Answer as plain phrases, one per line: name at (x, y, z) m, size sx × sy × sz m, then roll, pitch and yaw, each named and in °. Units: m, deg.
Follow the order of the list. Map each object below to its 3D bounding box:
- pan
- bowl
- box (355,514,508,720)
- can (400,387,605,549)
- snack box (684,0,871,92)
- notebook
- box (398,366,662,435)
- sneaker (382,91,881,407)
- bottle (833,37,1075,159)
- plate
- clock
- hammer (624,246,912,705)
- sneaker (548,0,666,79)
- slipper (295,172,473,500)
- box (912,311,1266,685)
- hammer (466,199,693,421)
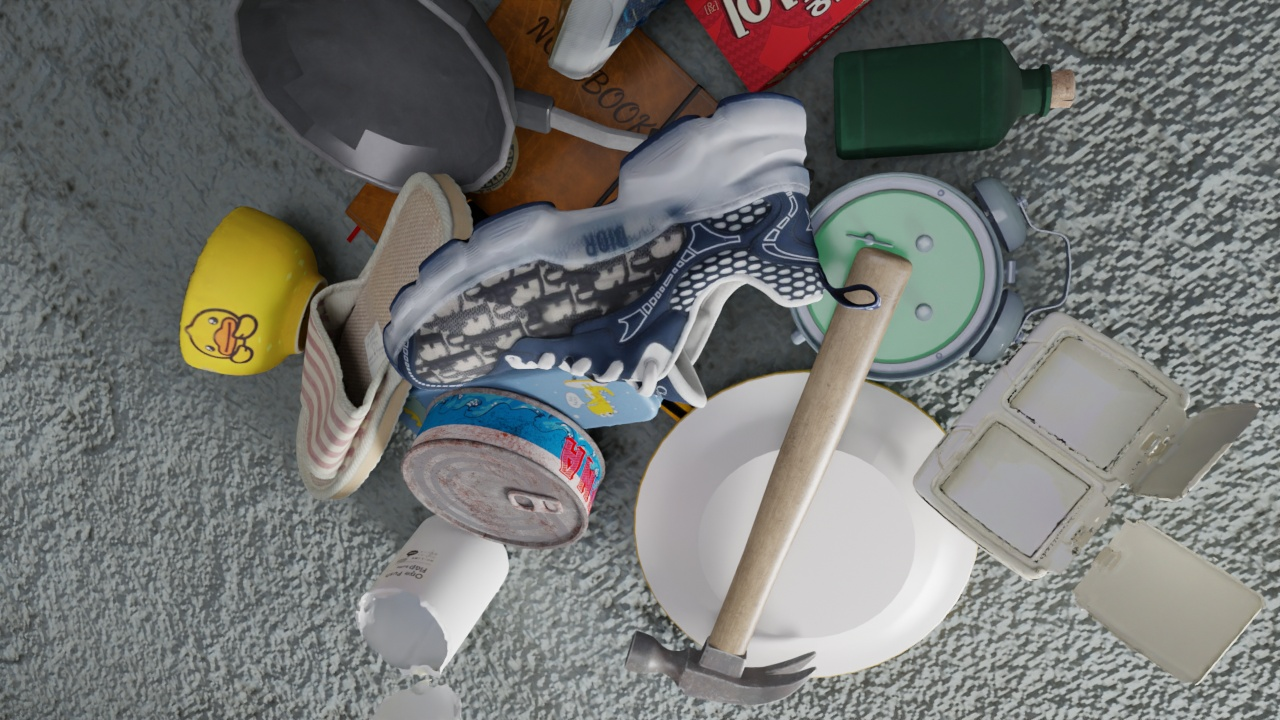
pan at (-0.070, -0.153, 0.555) m, size 0.357 × 0.041 × 0.179 m, roll 16°, pitch 148°, yaw 4°
bowl at (-0.261, -0.042, 0.641) m, size 0.067 × 0.117 × 0.117 m, roll 18°, pitch 106°, yaw -6°
box at (-0.148, 0.190, 0.639) m, size 0.085 × 0.162 × 0.112 m, roll -2°, pitch 113°, yaw 20°
can at (-0.092, 0.076, 0.620) m, size 0.130 × 0.044 × 0.130 m, roll 11°, pitch 142°, yaw 9°
snack box at (0.085, -0.254, 0.517) m, size 0.152 × 0.035 × 0.132 m, roll -35°, pitch 92°, yaw 43°
notebook at (-0.077, -0.122, 0.628) m, size 0.178 × 0.014 × 0.250 m, roll 44°, pitch 108°, yaw 2°
box at (-0.084, 0.027, 0.609) m, size 0.210 × 0.049 × 0.066 m, roll -8°, pitch 119°, yaw 34°
sneaker at (-0.014, -0.026, 0.498) m, size 0.270 × 0.103 × 0.132 m, roll -25°, pitch 87°, yaw 17°
bottle at (0.180, -0.153, 0.535) m, size 0.131 × 0.061 × 0.061 m, roll -1°, pitch 99°, yaw 14°
plate at (0.109, 0.118, 0.611) m, size 0.230 × 0.021 × 0.230 m, roll 2°, pitch 108°, yaw 5°
clock at (0.171, -0.052, 0.551) m, size 0.162 × 0.075 × 0.122 m, roll 0°, pitch 102°, yaw 14°
hammer at (0.090, 0.085, 0.570) m, size 0.119 × 0.030 × 0.332 m, roll 18°, pitch 112°, yaw 2°
sneaker at (0.023, -0.245, 0.504) m, size 0.079 × 0.087 × 0.236 m, roll 22°, pitch 140°, yaw -19°
slipper at (-0.186, -0.008, 0.611) m, size 0.264 × 0.052 × 0.115 m, roll -56°, pitch 49°, yaw 29°
box at (0.255, 0.062, 0.510) m, size 0.145 × 0.095 × 0.185 m, roll -53°, pitch 45°, yaw 2°
hammer at (-0.004, 0.004, 0.616) m, size 0.320 × 0.036 × 0.123 m, roll 41°, pitch 108°, yaw -5°
